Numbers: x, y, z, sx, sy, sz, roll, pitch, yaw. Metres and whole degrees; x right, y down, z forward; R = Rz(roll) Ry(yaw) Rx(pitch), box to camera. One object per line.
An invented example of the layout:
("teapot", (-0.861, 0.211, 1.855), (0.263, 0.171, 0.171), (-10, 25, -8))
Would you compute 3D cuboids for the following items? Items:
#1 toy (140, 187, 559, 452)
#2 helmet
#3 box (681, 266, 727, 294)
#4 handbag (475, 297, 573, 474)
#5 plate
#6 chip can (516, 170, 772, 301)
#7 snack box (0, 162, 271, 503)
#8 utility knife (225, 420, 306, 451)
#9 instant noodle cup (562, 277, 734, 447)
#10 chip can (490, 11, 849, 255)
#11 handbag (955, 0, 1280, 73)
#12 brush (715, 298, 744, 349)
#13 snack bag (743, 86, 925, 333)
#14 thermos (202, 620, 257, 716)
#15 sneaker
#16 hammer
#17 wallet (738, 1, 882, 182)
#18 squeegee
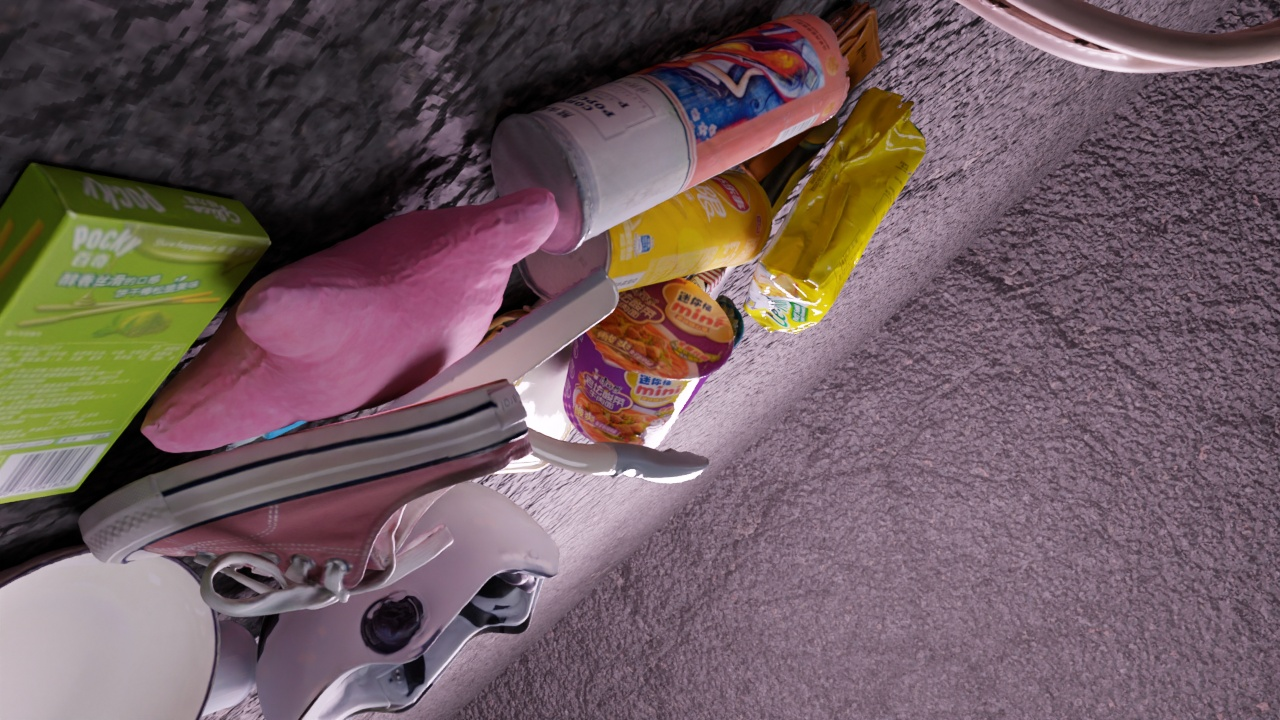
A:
("toy", (-0.138, -0.012, 0.435), (0.194, 0.074, 0.179), (-30, 175, -35))
("helmet", (-0.198, 0.185, 0.734), (0.258, 0.146, 0.230), (-30, 162, -22))
("box", (0.031, -0.054, 0.754), (0.163, 0.064, 0.074), (-38, 154, -58))
("handbag", (-0.075, -0.004, 0.684), (0.179, 0.063, 0.163), (-57, 165, 3))
("plate", (-0.319, 0.184, 0.489), (0.191, 0.039, 0.193), (-40, 139, -48))
("chip can", (0.011, -0.085, 0.604), (0.072, 0.072, 0.212), (-50, 164, 32))
("snack box", (-0.217, -0.002, 0.343), (0.157, 0.026, 0.085), (-45, 166, 18))
("utility knife", (-0.166, 0.011, 0.543), (0.165, 0.018, 0.034), (-30, 163, -33))
("instant noodle cup", (-0.004, 0.004, 0.644), (0.111, 0.111, 0.099), (-28, 154, -42))
("chip can", (0.025, -0.130, 0.501), (0.214, 0.071, 0.071), (-32, 164, -34))
("handbag", (0.166, -0.201, 0.312), (0.194, 0.234, 0.093), (-46, 167, 20))
("brush", (0.028, -0.013, 0.851), (0.144, 0.055, 0.073), (-22, 175, 13))
("snack bag", (0.152, -0.106, 0.739), (0.158, 0.068, 0.246), (-59, 174, -3))
("thermos", (-0.348, 0.221, 0.607), (0.073, 0.073, 0.224), (-42, 166, 5))
("sneaker", (-0.161, 0.078, 0.450), (0.241, 0.088, 0.118), (-15, -178, 12))
("hammer", (0.091, -0.103, 0.851), (0.125, 0.032, 0.324), (-33, 165, -32))
("wallet", (0.113, -0.189, 0.650), (0.131, 0.035, 0.119), (-44, 172, 12))
("squeegee", (-0.030, 0.055, 0.577), (0.247, 0.039, 0.246), (-29, 147, 31))
